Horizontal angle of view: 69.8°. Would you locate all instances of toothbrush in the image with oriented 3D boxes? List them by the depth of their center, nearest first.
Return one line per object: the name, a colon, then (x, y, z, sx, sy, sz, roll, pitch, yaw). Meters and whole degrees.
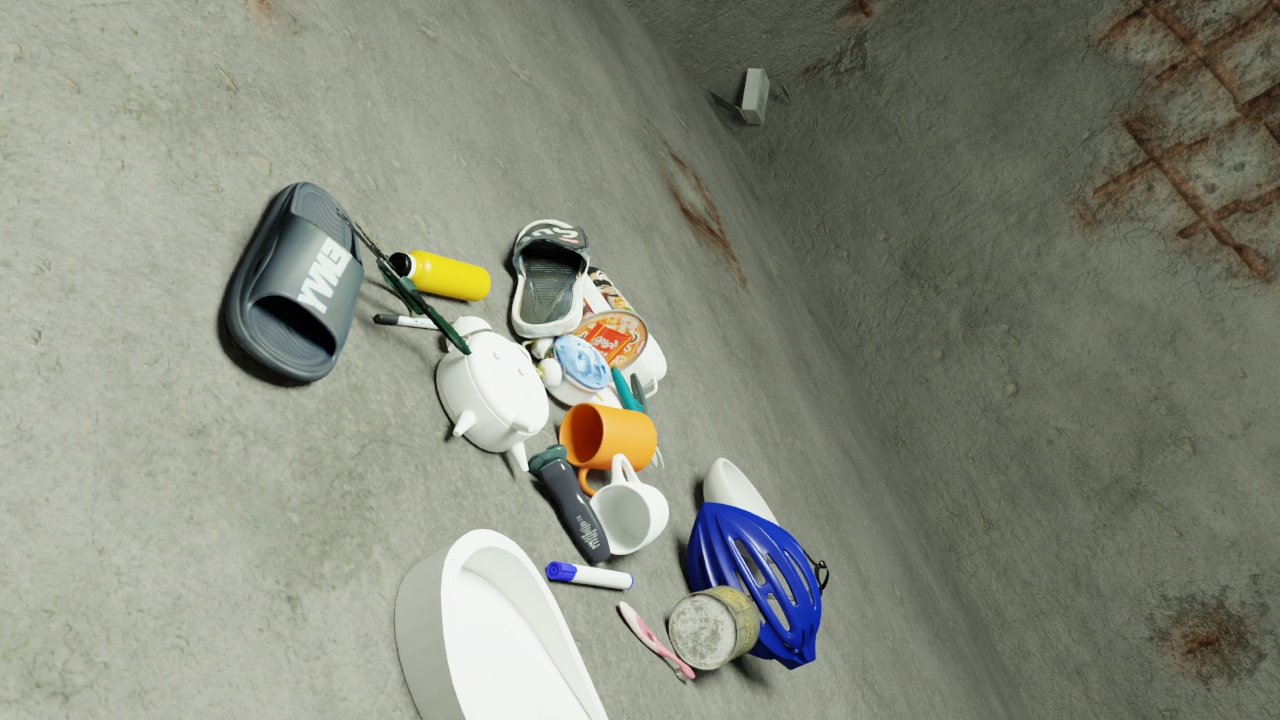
toothbrush: (0.016, 0.322, 1.048, 0.135, 0.016, 0.021, 49, 22, -16)

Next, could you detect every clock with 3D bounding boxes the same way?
clock: (-0.153, 0.028, 0.995, 0.125, 0.073, 0.160, 37, 29, -43)
clock: (-0.097, 0.008, 1.171, 0.125, 0.052, 0.088, 26, 33, -31)

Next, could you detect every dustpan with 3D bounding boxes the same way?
dustpan: (-0.104, 0.272, 0.788, 0.257, 0.053, 0.191, 57, 20, -2)

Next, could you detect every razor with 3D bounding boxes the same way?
razor: (-0.075, 0.163, 1.031, 0.143, 0.047, 0.052, 61, -4, 1)

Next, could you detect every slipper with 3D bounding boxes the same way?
slipper: (-0.291, -0.088, 0.838, 0.110, 0.083, 0.267, 45, 23, -36)
slipper: (-0.124, -0.129, 1.234, 0.263, 0.111, 0.063, -91, 177, -48)

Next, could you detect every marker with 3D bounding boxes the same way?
marker: (-0.234, -0.041, 0.997, 0.011, 0.011, 0.152, 63, 21, 14)
marker: (-0.052, 0.236, 1.004, 0.141, 0.020, 0.020, 28, 36, -53)

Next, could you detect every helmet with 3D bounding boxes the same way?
helmet: (0.170, 0.291, 1.241, 0.227, 0.148, 0.241, -2, 63, -61)

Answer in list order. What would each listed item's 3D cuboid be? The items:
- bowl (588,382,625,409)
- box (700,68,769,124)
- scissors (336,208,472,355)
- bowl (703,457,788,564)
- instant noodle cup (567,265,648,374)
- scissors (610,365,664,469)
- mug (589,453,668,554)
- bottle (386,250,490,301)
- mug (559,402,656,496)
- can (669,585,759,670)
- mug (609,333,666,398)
bowl: (-0.032, 0.074, 1.238, 0.114, 0.051, 0.114, 47, 23, -27)
box: (0.356, -1.009, 3.504, 0.166, 0.232, 0.169, 14, 84, -72)
scissors: (-0.249, -0.090, 0.909, 0.137, 0.015, 0.210, 36, -16, 45)
bowl: (0.145, 0.235, 1.374, 0.176, 0.066, 0.176, 50, 12, -15)
instant noodle cup: (-0.067, -0.061, 1.275, 0.123, 0.124, 0.121, 36, 21, -45)
scissors: (-0.002, 0.068, 1.211, 0.154, 0.019, 0.126, 54, 22, -16)
mug: (-0.013, 0.167, 1.090, 0.087, 0.081, 0.114, 10, 71, -71)
bottle: (-0.229, -0.097, 1.043, 0.143, 0.043, 0.043, 9, 52, -64)
mug: (-0.042, 0.113, 1.128, 0.095, 0.078, 0.112, 14, 81, -47)
can: (0.090, 0.321, 1.107, 0.074, 0.090, 0.090, 13, 48, -62)
mug: (-0.008, 0.008, 1.362, 0.094, 0.068, 0.115, 29, 35, -52)
